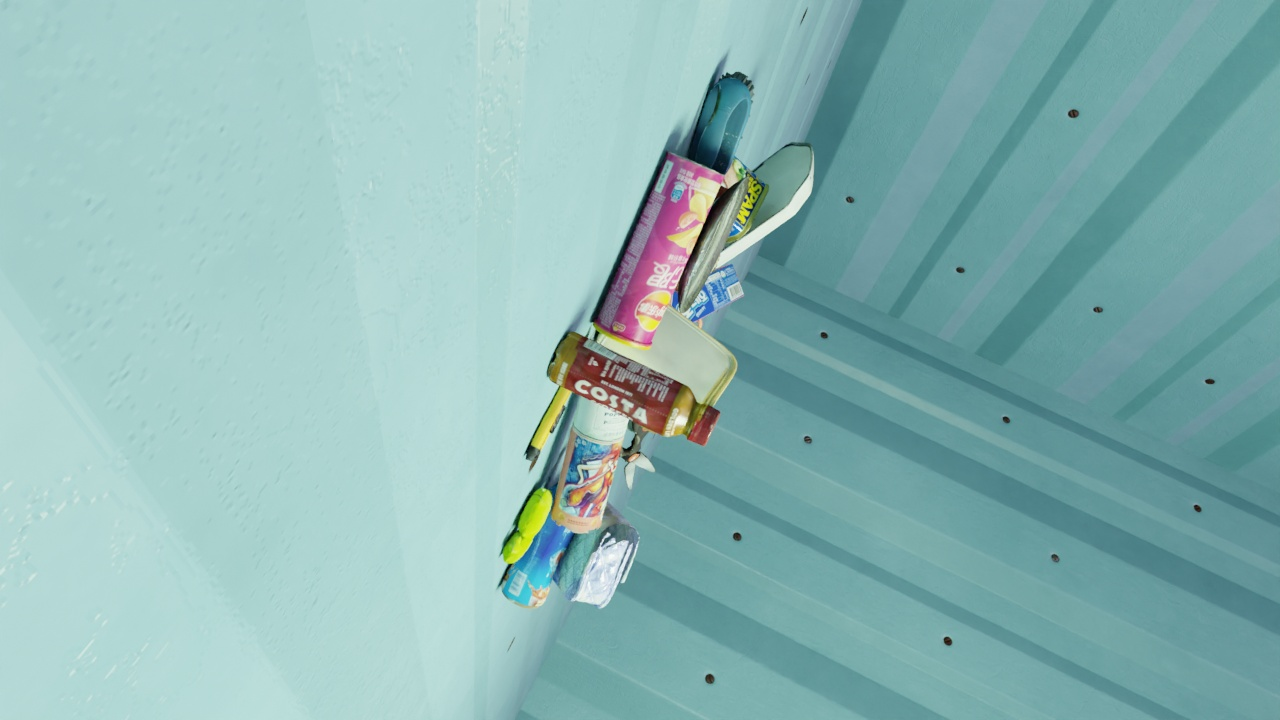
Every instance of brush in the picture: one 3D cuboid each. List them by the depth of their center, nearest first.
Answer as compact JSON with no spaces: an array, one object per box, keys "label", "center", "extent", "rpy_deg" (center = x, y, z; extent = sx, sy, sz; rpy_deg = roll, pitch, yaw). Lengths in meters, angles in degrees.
[{"label":"brush","center":[0.091,-0.268,1.089],"extent":[0.144,0.055,0.073],"rpy_deg":[110,7,-45]}]

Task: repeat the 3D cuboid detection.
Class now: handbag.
[{"label":"handbag","center":[0.015,0.014,1.103],"extent":[0.063,0.163,0.178],"rpy_deg":[-54,179,42]},{"label":"handbag","center":[-0.078,0.261,1.321],"extent":[0.194,0.075,0.134],"rpy_deg":[31,-81,63]}]

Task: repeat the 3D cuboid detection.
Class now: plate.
[{"label":"plate","center":[0.080,-0.139,1.090],"extent":[0.179,0.024,0.179],"rpy_deg":[-62,173,-13]},{"label":"plate","center":[0.160,-0.217,1.357],"extent":[0.267,0.034,0.161],"rpy_deg":[-34,-150,36]}]

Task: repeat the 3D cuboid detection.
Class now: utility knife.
[{"label":"utility knife","center":[-0.085,0.039,1.029],"extent":[0.167,0.015,0.033],"rpy_deg":[-63,176,-10]}]

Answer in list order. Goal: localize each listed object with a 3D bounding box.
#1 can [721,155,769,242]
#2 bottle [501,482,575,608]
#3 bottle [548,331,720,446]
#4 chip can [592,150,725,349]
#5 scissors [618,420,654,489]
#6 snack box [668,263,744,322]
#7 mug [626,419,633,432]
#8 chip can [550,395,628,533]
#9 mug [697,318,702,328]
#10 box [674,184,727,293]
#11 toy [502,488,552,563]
[{"label":"can","center":[0.123,-0.233,1.297],"extent":[0.057,0.083,0.102],"rpy_deg":[-6,-128,58]},{"label":"bottle","center":[-0.123,0.233,1.265],"extent":[0.065,0.065,0.219],"rpy_deg":[-18,133,-81]},{"label":"bottle","center":[-0.005,0.032,0.929],"extent":[0.057,0.175,0.057],"rpy_deg":[-63,173,-14]},{"label":"chip can","center":[0.020,-0.120,1.013],"extent":[0.211,0.071,0.071],"rpy_deg":[-66,173,13]},{"label":"scissors","center":[-0.005,0.123,1.316],"extent":[0.198,0.021,0.226],"rpy_deg":[-49,149,18]},{"label":"snack box","center":[0.077,-0.088,1.350],"extent":[0.058,0.057,0.206],"rpy_deg":[-17,-172,38]},{"label":"mug","center":[-0.001,0.052,1.354],"extent":[0.082,0.111,0.106],"rpy_deg":[16,-99,61]},{"label":"chip can","center":[-0.060,0.112,1.160],"extent":[0.071,0.071,0.215],"rpy_deg":[-51,159,-64]},{"label":"mug","center":[0.046,-0.030,1.421],"extent":[0.115,0.106,0.081],"rpy_deg":[-66,174,13]},{"label":"box","center":[0.074,-0.157,1.212],"extent":[0.091,0.077,0.169],"rpy_deg":[-50,165,-26]},{"label":"toy","center":[-0.141,0.209,1.170],"extent":[0.100,0.031,0.096],"rpy_deg":[-63,178,20]}]
